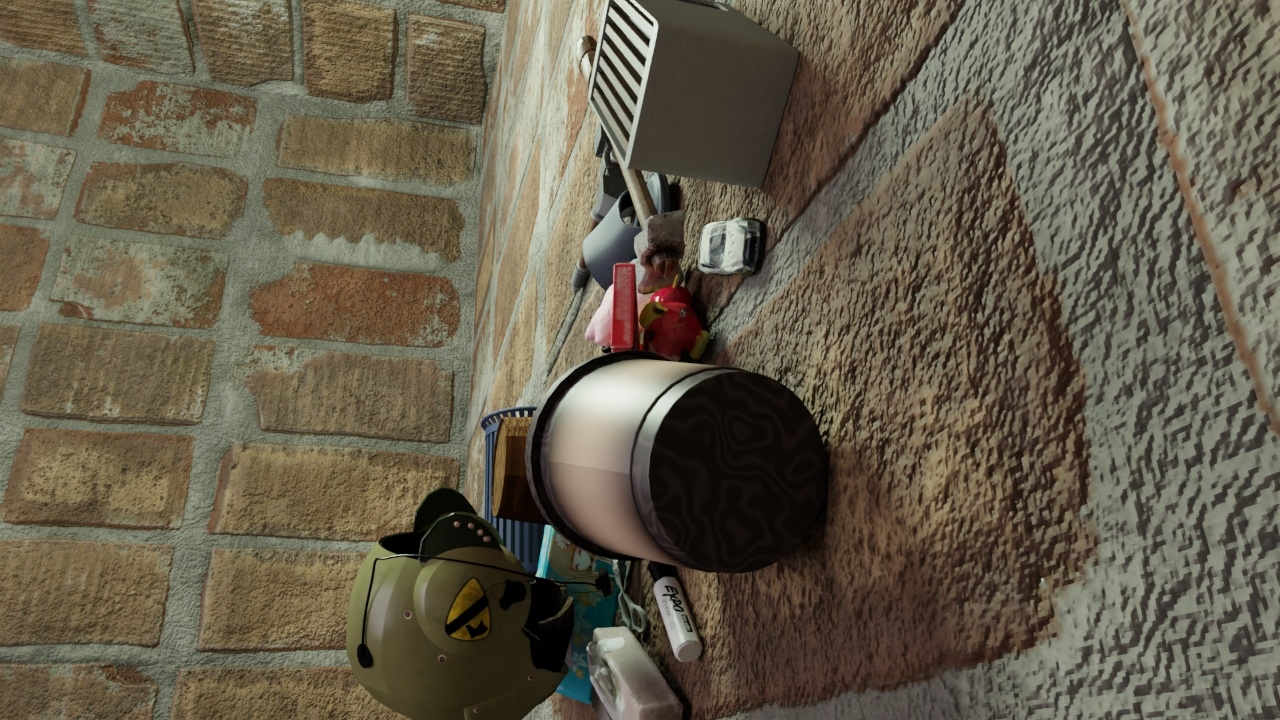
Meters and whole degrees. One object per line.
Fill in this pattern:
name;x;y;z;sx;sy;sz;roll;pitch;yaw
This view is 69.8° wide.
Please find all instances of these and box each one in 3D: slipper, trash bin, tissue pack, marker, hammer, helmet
slipper;-0.032;-0.114;1.072;0.264;0.082;0.101;111;160;-45
trash bin;-0.163;0.207;1.331;0.140;0.139;0.249;126;145;-61
tissue pack;-0.017;0.328;0.882;0.181;0.071;0.104;-147;57;-74
marker;0.029;0.223;0.840;0.125;0.025;0.025;-115;34;-61
hammer;-0.017;-0.219;0.950;0.122;0.049;0.318;96;159;-59
trash bin;0.035;-0.251;0.814;0.228;0.114;0.115;-111;30;-58
helmet;-0.170;0.263;0.952;0.250;0.255;0.233;-178;95;-73
hammer;-0.066;-0.185;1.304;0.323;0.043;0.155;116;154;-57

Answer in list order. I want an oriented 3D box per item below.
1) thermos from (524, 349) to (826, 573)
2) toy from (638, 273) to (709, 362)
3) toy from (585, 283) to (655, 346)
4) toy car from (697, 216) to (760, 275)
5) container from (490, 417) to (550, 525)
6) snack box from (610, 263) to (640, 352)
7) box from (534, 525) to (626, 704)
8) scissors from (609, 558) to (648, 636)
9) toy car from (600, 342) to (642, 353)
thermos;0.021;0.075;0.682;0.226;0.172;0.172;174;101;-68
toy;0.029;-0.032;0.881;0.137;0.067;0.105;172;106;-87
toy;-0.017;-0.050;0.979;0.095;0.053;0.099;-44;30;-13
toy car;0.072;-0.098;0.785;0.105;0.033;0.048;-163;80;-73
container;-0.062;0.114;0.936;0.132;0.167;0.132;-175;91;-75
snack box;-0.013;-0.018;0.868;0.133;0.021;0.089;87;-176;-61
box;-0.095;0.267;1.079;0.172;0.083;0.227;27;112;44
scissors;-0.025;0.239;0.989;0.171;0.014;0.090;65;146;31
toy car;-0.006;0.006;0.987;0.049;0.051;0.100;-34;29;8
